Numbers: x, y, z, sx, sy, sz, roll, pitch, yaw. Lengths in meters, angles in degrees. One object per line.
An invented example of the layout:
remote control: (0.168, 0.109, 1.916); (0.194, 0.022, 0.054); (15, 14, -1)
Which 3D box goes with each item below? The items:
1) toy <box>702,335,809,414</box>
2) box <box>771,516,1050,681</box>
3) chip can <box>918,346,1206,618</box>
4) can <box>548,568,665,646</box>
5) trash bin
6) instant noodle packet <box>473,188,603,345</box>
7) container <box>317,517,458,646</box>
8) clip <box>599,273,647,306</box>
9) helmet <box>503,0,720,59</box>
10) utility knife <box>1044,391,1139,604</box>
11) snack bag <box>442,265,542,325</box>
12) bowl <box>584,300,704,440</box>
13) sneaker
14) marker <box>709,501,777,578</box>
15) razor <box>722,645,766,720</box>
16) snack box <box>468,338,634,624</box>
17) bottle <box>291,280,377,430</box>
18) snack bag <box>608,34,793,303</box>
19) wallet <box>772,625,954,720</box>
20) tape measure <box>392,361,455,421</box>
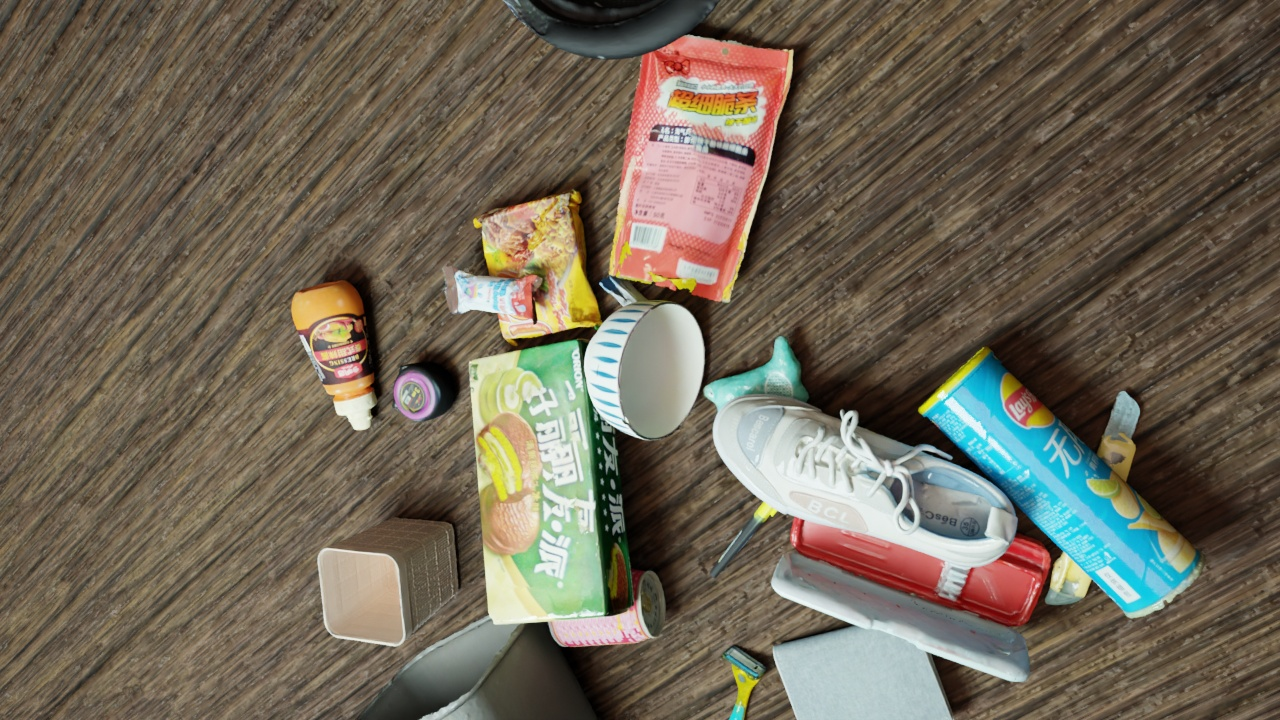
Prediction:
toy: (0.100, 0.033, 0.785); (0.092, 0.030, 0.096); (-15, 102, 27)
box: (0.214, 0.166, 0.729); (0.201, 0.100, 0.094); (17, 106, 16)
chip can: (0.309, 0.088, 0.684); (0.210, 0.071, 0.071); (47, 111, 12)
can: (-0.031, 0.228, 0.847); (0.094, 0.066, 0.066); (-10, 96, 22)
trash bin: (-0.136, 0.379, 0.855); (0.199, 0.198, 0.220); (-31, 94, 22)
instant noodle packet: (-0.093, -0.080, 0.826); (0.111, 0.044, 0.128); (-8, 98, 25)
container: (-0.240, 0.209, 0.897); (0.090, 0.110, 0.090); (1, 100, 20)
clip: (-0.009, -0.056, 0.809); (0.058, 0.025, 0.037); (48, 119, 0)
helmet: (-0.022, -0.367, 0.685); (0.230, 0.156, 0.274); (-23, 102, 21)
utility knife: (0.355, 0.112, 0.716); (0.031, 0.019, 0.183); (14, 100, 13)
snack bag: (-0.130, -0.059, 0.809); (0.105, 0.026, 0.045); (8, 114, 27)
bowl: (-0.005, 0.005, 0.776); (0.066, 0.116, 0.116); (11, 104, 38)
sneaker: (0.164, 0.089, 0.697); (0.242, 0.091, 0.089); (21, 80, 17)
marker: (0.099, 0.149, 0.811); (0.015, 0.018, 0.124); (40, 111, 15)
razor: (0.083, 0.331, 0.846); (0.043, 0.028, 0.133); (23, 105, 39)
snack box: (-0.080, 0.107, 0.813); (0.115, 0.063, 0.240); (-10, 80, 22)
bottle: (-0.295, -0.002, 0.907); (0.067, 0.066, 0.149); (-7, 104, 21)
snack bag: (0.044, -0.159, 0.753); (0.129, 0.073, 0.208); (13, 99, 13)
wallet: (0.193, 0.282, 0.793); (0.130, 0.037, 0.106); (-22, 81, 21)
tape measure: (-0.209, 0.030, 0.891); (0.058, 0.039, 0.057); (20, 106, 21)
